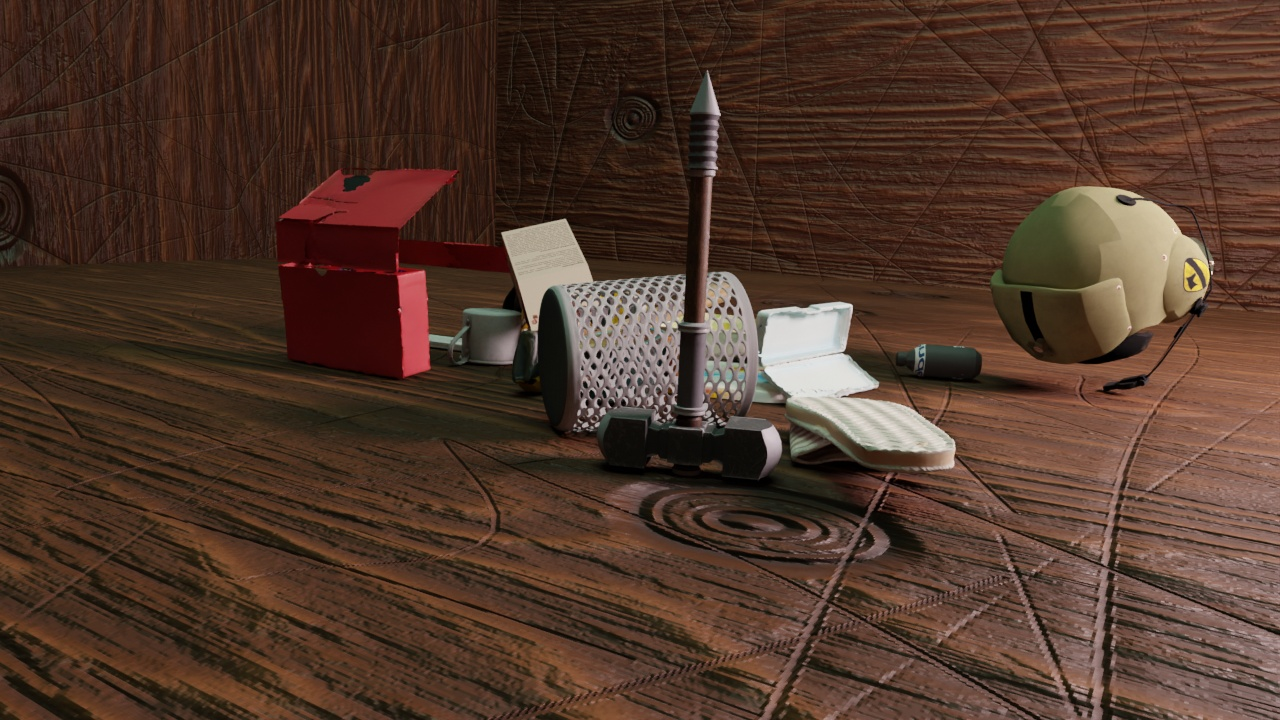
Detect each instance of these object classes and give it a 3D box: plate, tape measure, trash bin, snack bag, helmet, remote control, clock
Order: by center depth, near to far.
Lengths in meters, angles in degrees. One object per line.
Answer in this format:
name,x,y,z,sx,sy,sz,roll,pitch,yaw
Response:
trash bin,0.000,-0.007,0.909,0.183,0.156,0.156,-3,11,-17
clock,-0.006,0.006,1.054,0.157,0.073,0.121,-13,13,-16
tape measure,-0.125,0.004,1.070,0.037,0.065,0.064,2,-14,20
plate,0.119,0.022,1.161,0.187,0.016,0.186,5,10,17
helmet,0.584,-0.096,1.198,0.232,0.256,0.250,1,8,-29
snack bag,-0.120,-0.106,1.242,0.094,0.070,0.206,-14,38,-9
remote control,-0.276,-0.024,1.356,0.136,0.011,0.050,7,11,25

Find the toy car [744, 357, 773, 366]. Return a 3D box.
toy car,0.177,-0.009,1.284,0.036,0.042,0.091,43,23,7

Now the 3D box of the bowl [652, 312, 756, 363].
bowl,0.093,-0.030,1.336,0.188,0.060,0.220,-5,13,-36

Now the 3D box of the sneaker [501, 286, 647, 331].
sneaker,-0.107,-0.074,1.330,0.239,0.086,0.122,-5,-16,43

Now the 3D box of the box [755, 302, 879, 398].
box,0.218,-0.010,1.123,0.197,0.078,0.122,-9,56,-48

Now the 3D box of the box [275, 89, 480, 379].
box,-0.347,-0.172,1.153,0.212,0.378,0.123,7,-5,29

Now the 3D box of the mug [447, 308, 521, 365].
mug,-0.213,-0.032,1.245,0.084,0.070,0.113,11,11,40

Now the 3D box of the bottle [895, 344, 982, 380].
bottle,0.411,0.002,1.268,0.112,0.047,0.047,4,10,10

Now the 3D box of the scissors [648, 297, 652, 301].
scissors,-0.037,-0.062,1.446,0.158,0.012,0.170,-17,-25,17

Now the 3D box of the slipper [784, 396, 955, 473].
slipper,0.190,0.070,0.802,0.115,0.052,0.263,-1,6,-5

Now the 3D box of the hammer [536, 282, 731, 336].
hammer,-0.003,-0.049,1.220,0.321,0.051,0.117,-23,23,-35

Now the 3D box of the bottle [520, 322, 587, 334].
bottle,-0.125,-0.029,1.269,0.109,0.063,0.063,0,6,43

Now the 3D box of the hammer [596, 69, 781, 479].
hammer,0.045,-0.065,0.744,0.156,0.322,0.043,4,10,12
